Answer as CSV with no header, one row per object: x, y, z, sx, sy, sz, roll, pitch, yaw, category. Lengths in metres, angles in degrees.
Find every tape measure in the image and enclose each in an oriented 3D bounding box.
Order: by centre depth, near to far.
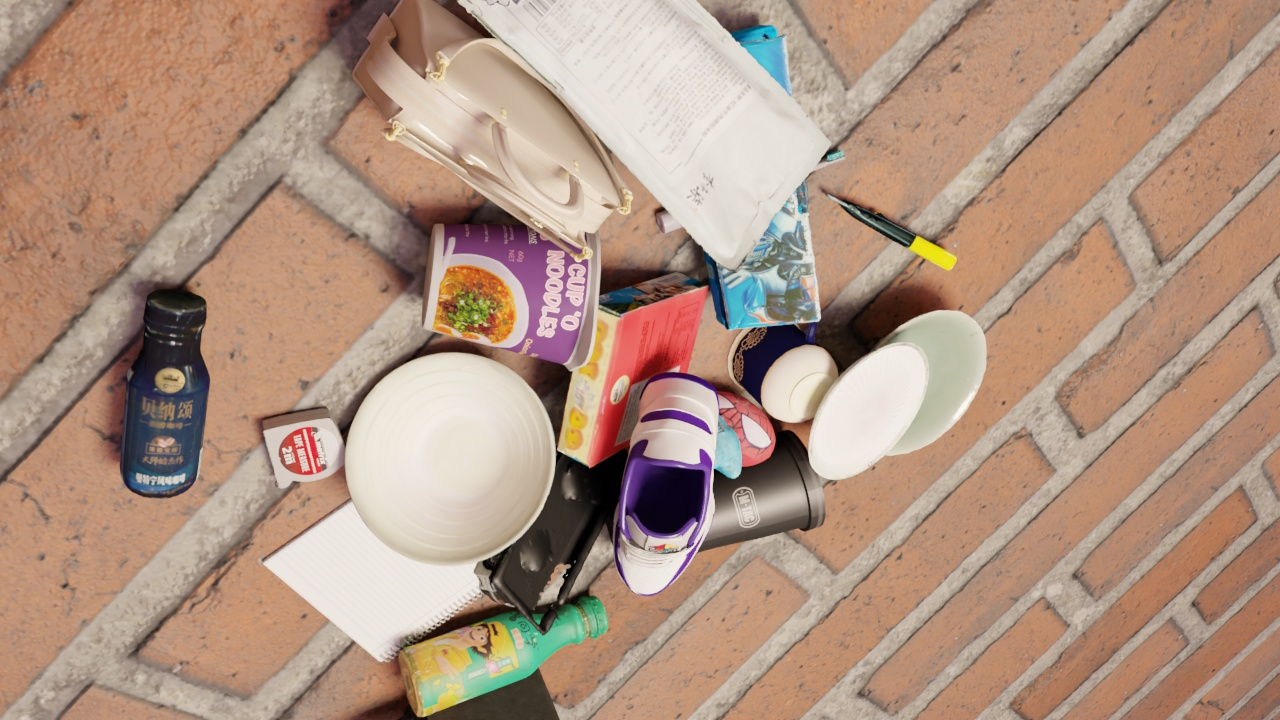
-0.281,0.072,0.769,0.062,0.020,0.060,-13,122,-19,tape measure

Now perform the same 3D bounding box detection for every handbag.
-0.093,-0.145,0.620,0.194,0.197,0.101,31,108,-35,handbag
-0.176,0.404,0.898,0.199,0.197,0.102,-6,119,-21,handbag

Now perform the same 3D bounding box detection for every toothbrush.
0.102,-0.154,0.821,0.187,0.018,0.019,-22,119,-13,toothbrush

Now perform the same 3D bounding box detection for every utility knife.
0.244,-0.128,0.896,0.187,0.029,0.020,19,104,-32,utility knife

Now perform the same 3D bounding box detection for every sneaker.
0.020,0.137,0.785,0.092,0.110,0.245,8,125,2,sneaker

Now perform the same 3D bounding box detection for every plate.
0.221,0.048,0.894,0.156,0.014,0.157,-21,131,-26,plate

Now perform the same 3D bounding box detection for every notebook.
-0.195,0.171,0.871,0.245,0.013,0.178,-35,125,-3,notebook

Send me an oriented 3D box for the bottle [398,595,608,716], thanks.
-0.134,0.291,0.932,0.209,0.068,0.068,-13,122,-27,bottle

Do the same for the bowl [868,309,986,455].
0.272,0.012,0.965,0.174,0.068,0.174,-11,123,-18,bowl

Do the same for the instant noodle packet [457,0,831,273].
0.010,-0.202,0.663,0.269,0.057,0.146,43,71,-14,instant noodle packet

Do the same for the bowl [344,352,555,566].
-0.156,0.083,0.785,0.177,0.058,0.176,0,84,3,bowl

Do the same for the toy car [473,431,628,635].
-0.087,0.139,0.830,0.094,0.071,0.191,56,47,-36,toy car

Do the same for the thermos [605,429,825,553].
0.077,0.149,0.936,0.218,0.105,0.106,-16,123,-10,thermos

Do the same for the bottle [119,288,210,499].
-0.354,0.026,0.687,0.056,0.056,0.161,5,114,-28,bottle

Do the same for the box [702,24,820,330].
0.097,-0.143,0.763,0.091,0.085,0.244,-19,115,-15,box

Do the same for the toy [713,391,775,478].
0.079,0.068,0.879,0.062,0.092,0.132,-60,161,20,toy

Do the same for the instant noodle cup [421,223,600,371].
-0.105,-0.054,0.720,0.121,0.136,0.122,6,126,-17,instant noodle cup

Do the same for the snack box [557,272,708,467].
-0.005,0.005,0.805,0.144,0.040,0.143,-23,133,-54,snack box

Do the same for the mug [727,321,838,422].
0.148,0.002,0.887,0.085,0.089,0.112,9,113,-29,mug
